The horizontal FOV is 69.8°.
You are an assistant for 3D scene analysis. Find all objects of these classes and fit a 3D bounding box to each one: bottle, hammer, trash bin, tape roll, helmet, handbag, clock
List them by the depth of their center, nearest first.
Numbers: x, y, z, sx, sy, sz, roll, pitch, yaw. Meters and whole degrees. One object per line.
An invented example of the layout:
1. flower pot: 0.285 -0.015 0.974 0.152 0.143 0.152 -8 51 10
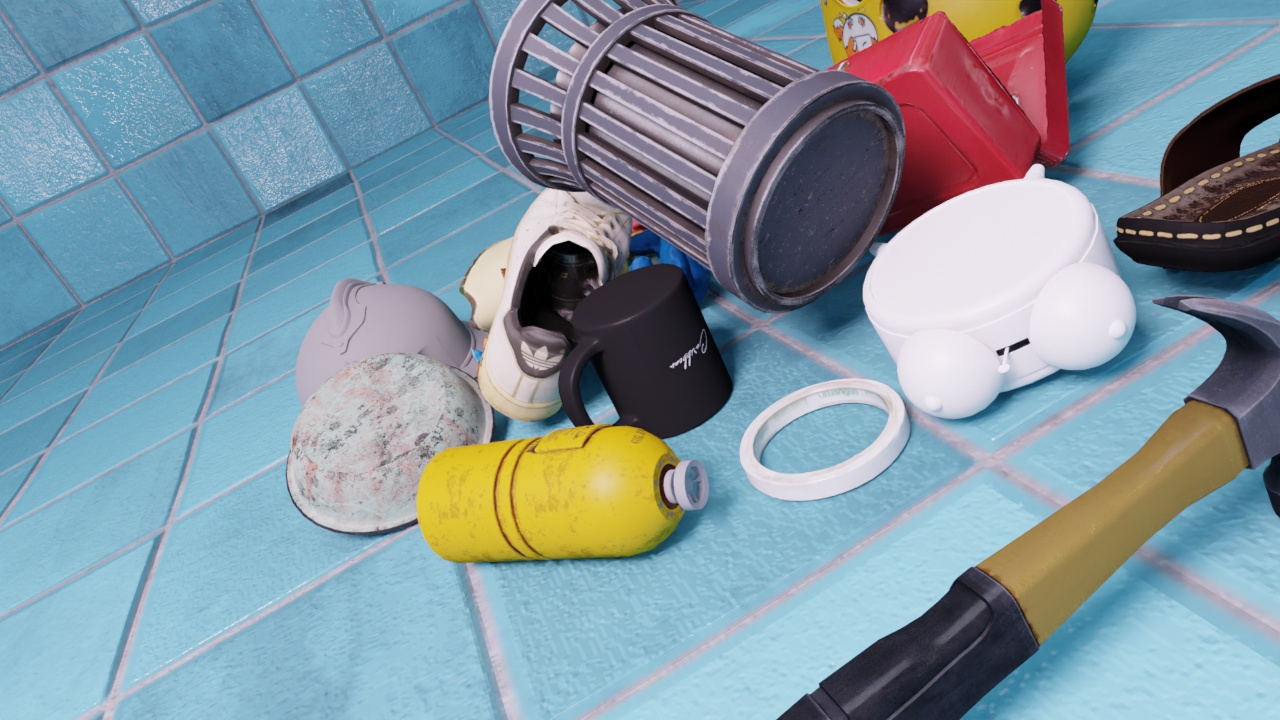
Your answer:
1. hammer: 0.099 0.098 0.300 0.332 0.118 0.025 -35 24 -7
2. tape roll: 0.100 0.042 0.503 0.093 0.013 0.093 -21 25 10
3. clock: 0.193 -0.034 0.503 0.126 0.073 0.160 -26 28 22
4. bottle: -0.041 0.074 0.507 0.164 0.071 0.070 -10 29 32
5. trash bin: 0.035 -0.141 0.579 0.164 0.164 0.227 -35 50 -19
6. helmet: 0.278 -0.273 0.792 0.208 0.140 0.240 -17 19 -30
7. helmet: -0.236 -0.010 0.803 0.183 0.118 0.270 -24 26 4
8. handbag: -0.089 -0.075 0.818 0.119 0.081 0.110 -11 17 35

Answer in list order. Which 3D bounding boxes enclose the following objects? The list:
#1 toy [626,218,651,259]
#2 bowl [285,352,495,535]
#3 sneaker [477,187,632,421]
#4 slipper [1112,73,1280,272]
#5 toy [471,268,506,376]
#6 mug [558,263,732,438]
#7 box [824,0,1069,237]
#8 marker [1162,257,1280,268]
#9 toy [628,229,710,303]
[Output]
1. toy: 0.006 -0.138 0.916 0.084 0.046 0.103 7 43 29
2. bowl: -0.186 0.048 0.663 0.157 0.039 0.157 -6 47 7
3. sneaker: -0.054 -0.076 0.676 0.103 0.089 0.240 119 168 -53
4. slipper: 0.356 -0.119 0.472 0.267 0.076 0.113 -23 20 -16
5. toy: -0.098 -0.019 0.708 0.071 0.103 0.090 -23 6 42
6. mug: -0.003 0.003 0.588 0.078 0.088 0.113 6 40 49
7. box: 0.185 -0.172 0.639 0.168 0.153 0.157 3 -11 -36
8. marker: 0.343 -0.060 0.464 0.141 0.016 0.016 -2 34 42
9. toy: 0.035 -0.081 0.746 0.113 0.071 0.176 -18 16 13
